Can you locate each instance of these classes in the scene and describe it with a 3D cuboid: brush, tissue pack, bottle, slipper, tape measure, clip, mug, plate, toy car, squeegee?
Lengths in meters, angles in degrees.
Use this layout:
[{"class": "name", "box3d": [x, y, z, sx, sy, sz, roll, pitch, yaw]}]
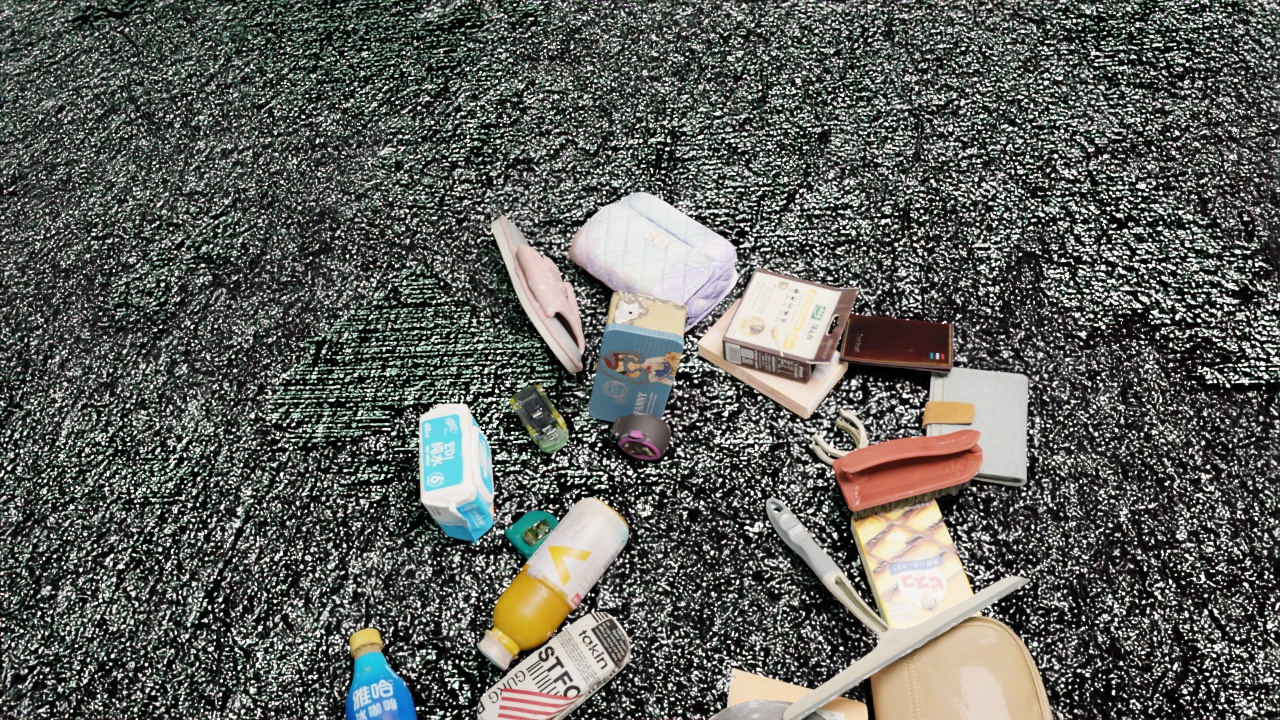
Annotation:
[{"class": "brush", "box3d": [0.270, 0.106, 0.916, 0.146, 0.069, 0.063, -13, 42, 1]}, {"class": "tissue pack", "box3d": [-0.200, 0.123, 1.010, 0.063, 0.090, 0.139, -12, 54, 2]}, {"class": "bottle", "box3d": [-0.241, 0.359, 0.871, 0.065, 0.065, 0.218, -22, 54, -6]}, {"class": "slipper", "box3d": [-0.119, -0.091, 1.133, 0.054, 0.114, 0.274, -32, 49, 3]}, {"class": "bottle", "box3d": [-0.090, 0.226, 0.932, 0.068, 0.068, 0.189, 30, 66, 26]}, {"class": "tape measure", "box3d": [-0.112, 0.189, 0.989, 0.054, 0.025, 0.058, -41, 59, -17]}, {"class": "clip", "box3d": [0.222, 0.106, 0.983, 0.092, 0.035, 0.103, -20, 62, -9]}, {"class": "tape measure", "box3d": [0.003, 0.086, 1.019, 0.058, 0.057, 0.039, -3, 53, 36]}, {"class": "mug", "box3d": [0.137, 0.326, 0.821, 0.123, 0.078, 0.078, 7, 57, 9]}, {"class": "plate", "box3d": [0.109, 0.379, 0.769, 0.179, 0.024, 0.179, 0, 83, 4]}, {"class": "toy car", "box3d": [-0.117, 0.068, 1.066, 0.043, 0.036, 0.091, -31, 57, -10]}, {"class": "squeegee", "box3d": [0.188, 0.210, 0.883, 0.246, 0.039, 0.246, -27, 32, -11]}]

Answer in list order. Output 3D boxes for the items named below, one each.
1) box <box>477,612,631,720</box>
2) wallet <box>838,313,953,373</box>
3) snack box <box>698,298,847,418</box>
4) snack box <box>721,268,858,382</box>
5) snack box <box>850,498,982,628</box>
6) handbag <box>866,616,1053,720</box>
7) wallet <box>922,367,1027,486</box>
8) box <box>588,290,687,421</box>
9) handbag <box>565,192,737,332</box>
[{"class": "box", "box3d": [-0.084, 0.307, 0.885, 0.164, 0.057, 0.071, -37, 75, -16]}, {"class": "wallet", "box3d": [0.293, -0.020, 1.047, 0.122, 0.020, 0.096, 6, 33, 16]}, {"class": "snack box", "box3d": [0.154, -0.005, 1.073, 0.157, 0.026, 0.084, 32, 66, 27]}, {"class": "snack box", "box3d": [0.171, -0.041, 1.045, 0.126, 0.053, 0.113, 17, 59, 19]}, {"class": "snack box", "box3d": [0.269, 0.210, 0.902, 0.087, 0.034, 0.140, -13, 56, 2]}, {"class": "handbag", "box3d": [0.276, 0.330, 0.781, 0.148, 0.100, 0.204, -7, 54, 14]}, {"class": "wallet", "box3d": [0.358, 0.065, 0.983, 0.107, 0.037, 0.129, 7, 57, 14]}, {"class": "box", "box3d": [-0.006, 0.006, 1.010, 0.090, 0.185, 0.059, 10, 50, -1]}, {"class": "handbag", "box3d": [0.018, -0.129, 1.154, 0.194, 0.076, 0.134, 35, 68, 29]}]
